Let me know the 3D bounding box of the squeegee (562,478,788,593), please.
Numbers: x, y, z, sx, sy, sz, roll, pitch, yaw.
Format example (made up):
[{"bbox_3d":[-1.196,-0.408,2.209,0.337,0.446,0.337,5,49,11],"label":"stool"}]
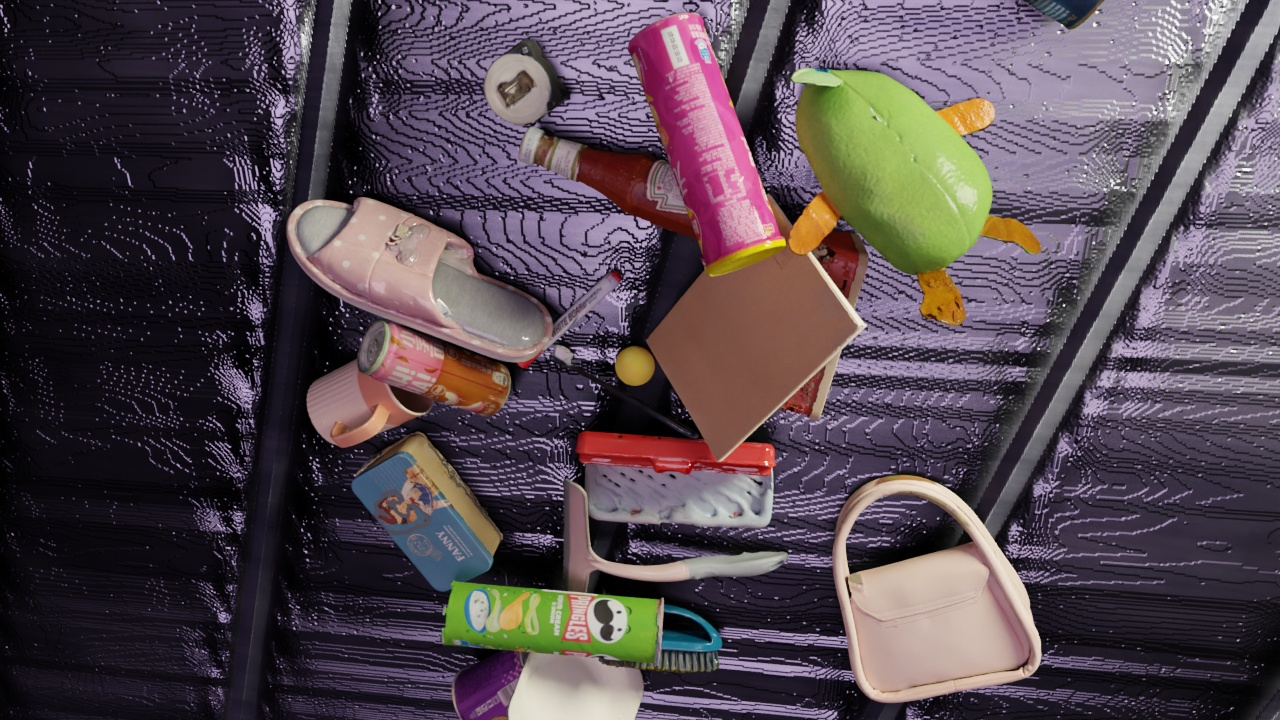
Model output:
[{"bbox_3d":[0.039,0.221,0.994,0.249,0.040,0.248,1,133,-3],"label":"squeegee"}]

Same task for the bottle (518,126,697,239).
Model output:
[{"bbox_3d":[-0.011,-0.164,0.843,0.206,0.059,0.060,20,115,0],"label":"bottle"}]

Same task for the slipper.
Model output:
[{"bbox_3d":[-0.209,-0.084,0.887,0.274,0.113,0.055,27,139,-5],"label":"slipper"}]

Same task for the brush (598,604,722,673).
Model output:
[{"bbox_3d":[0.021,0.316,1.051,0.144,0.055,0.073,1,88,6],"label":"brush"}]

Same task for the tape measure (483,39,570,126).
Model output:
[{"bbox_3d":[-0.108,-0.249,0.836,0.066,0.033,0.066,-32,103,20],"label":"tape measure"}]

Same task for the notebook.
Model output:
[{"bbox_3d":[0.094,-0.025,0.838,0.212,0.012,0.149,-50,61,39],"label":"notebook"}]

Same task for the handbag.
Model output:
[{"bbox_3d":[0.293,0.231,0.964,0.194,0.093,0.234,-21,100,17],"label":"handbag"}]

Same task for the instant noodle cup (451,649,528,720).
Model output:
[{"bbox_3d":[-0.150,0.389,1.087,0.099,0.111,0.111,-39,103,12],"label":"instant noodle cup"}]

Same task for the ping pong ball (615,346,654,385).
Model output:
[{"bbox_3d":[-0.005,0.005,0.926,0.040,0.040,0.040,3,114,8],"label":"ping pong ball"}]

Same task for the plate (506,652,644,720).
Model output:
[{"bbox_3d":[-0.078,0.385,1.040,0.164,0.163,0.034,45,134,-19],"label":"plate"}]

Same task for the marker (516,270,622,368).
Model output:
[{"bbox_3d":[-0.074,-0.041,0.930,0.145,0.017,0.017,-40,102,22],"label":"marker"}]

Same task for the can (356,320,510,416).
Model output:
[{"bbox_3d":[-0.203,0.010,0.915,0.147,0.058,0.058,23,120,-38],"label":"can"}]

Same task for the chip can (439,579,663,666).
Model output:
[{"bbox_3d":[-0.094,0.284,0.996,0.236,0.072,0.072,5,114,1],"label":"chip can"}]

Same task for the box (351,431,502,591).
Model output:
[{"bbox_3d":[-0.232,0.174,1.026,0.090,0.060,0.184,-31,104,21],"label":"box"}]

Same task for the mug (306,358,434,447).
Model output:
[{"bbox_3d":[-0.283,0.046,0.949,0.106,0.114,0.082,-23,123,20],"label":"mug"}]

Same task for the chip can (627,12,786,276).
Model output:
[{"bbox_3d":[0.056,-0.182,0.779,0.071,0.071,0.210,-20,86,17],"label":"chip can"}]

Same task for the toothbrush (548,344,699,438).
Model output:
[{"bbox_3d":[-0.017,0.031,0.921,0.181,0.015,0.018,30,107,19],"label":"toothbrush"}]

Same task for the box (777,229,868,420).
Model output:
[{"bbox_3d":[0.148,-0.038,0.855,0.076,0.091,0.169,12,114,1],"label":"box"}]

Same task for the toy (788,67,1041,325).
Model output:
[{"bbox_3d":[0.220,-0.152,0.775,0.226,0.090,0.246,-35,84,-15],"label":"toy"}]

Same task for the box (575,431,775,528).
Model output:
[{"bbox_3d":[0.037,0.127,0.946,0.201,0.119,0.098,3,86,7],"label":"box"}]

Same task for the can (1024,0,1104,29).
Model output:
[{"bbox_3d":[0.313,-0.320,0.714,0.111,0.075,0.075,30,114,-4],"label":"can"}]
